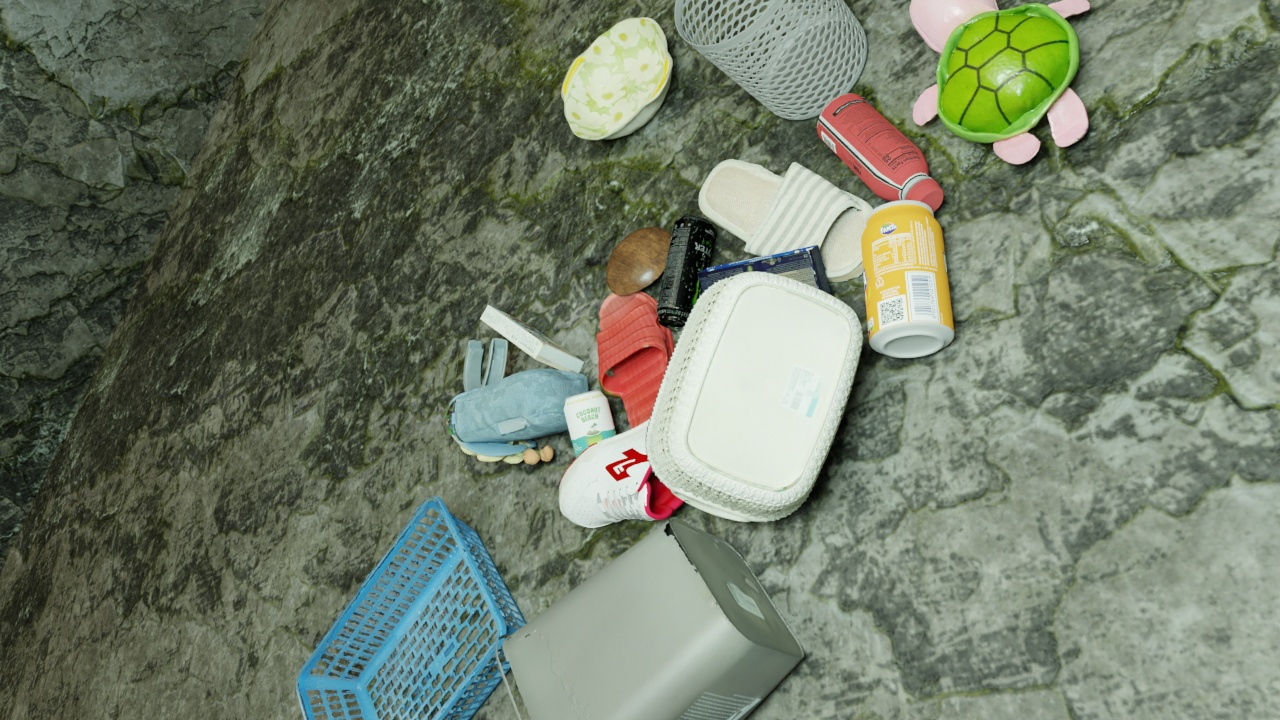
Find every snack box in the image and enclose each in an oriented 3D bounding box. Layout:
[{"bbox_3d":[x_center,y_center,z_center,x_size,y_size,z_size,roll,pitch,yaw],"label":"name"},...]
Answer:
[{"bbox_3d":[0.138,-0.074,1.022,0.151,0.027,0.082,-7,104,41],"label":"snack box"},{"bbox_3d":[-0.149,-0.028,1.253,0.150,0.082,0.026,32,94,45],"label":"snack box"}]

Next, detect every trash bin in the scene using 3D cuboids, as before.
[{"bbox_3d":[0.156,-0.382,1.054,0.157,0.183,0.156,-18,60,36],"label":"trash bin"},{"bbox_3d":[0.016,0.292,0.901,0.220,0.197,0.197,-44,49,11],"label":"trash bin"}]

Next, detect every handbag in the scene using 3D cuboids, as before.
[{"bbox_3d":[-0.155,0.079,1.197,0.192,0.121,0.118,-15,80,36],"label":"handbag"}]

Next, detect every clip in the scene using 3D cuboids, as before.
[{"bbox_3d":[-0.238,0.029,1.338,0.164,0.030,0.173,46,122,60],"label":"clip"}]

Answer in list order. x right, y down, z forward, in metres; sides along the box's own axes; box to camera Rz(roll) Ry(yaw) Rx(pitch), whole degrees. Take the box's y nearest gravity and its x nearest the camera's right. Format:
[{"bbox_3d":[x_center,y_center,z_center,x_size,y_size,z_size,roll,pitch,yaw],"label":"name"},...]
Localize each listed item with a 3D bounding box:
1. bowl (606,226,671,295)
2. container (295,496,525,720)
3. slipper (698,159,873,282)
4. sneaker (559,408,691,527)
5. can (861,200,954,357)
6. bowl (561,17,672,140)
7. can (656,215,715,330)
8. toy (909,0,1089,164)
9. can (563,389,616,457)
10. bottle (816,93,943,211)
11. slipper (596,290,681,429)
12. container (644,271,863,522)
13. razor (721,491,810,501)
[{"bbox_3d":[-0.008,-0.137,1.188,0.102,0.026,0.114,-23,42,25],"label":"bowl"},{"bbox_3d":[-0.295,0.393,1.200,0.363,0.089,0.257,-52,46,12],"label":"container"},{"bbox_3d":[0.160,-0.171,1.057,0.273,0.054,0.114,33,100,45],"label":"slipper"},{"bbox_3d":[-0.002,0.141,1.025,0.237,0.090,0.104,-30,32,24],"label":"sneaker"},{"bbox_3d":[0.261,-0.079,0.903,0.079,0.079,0.142,-17,62,37],"label":"can"},{"bbox_3d":[-0.021,-0.389,1.307,0.220,0.060,0.188,20,85,44],"label":"bowl"},{"bbox_3d":[0.055,-0.108,1.120,0.054,0.054,0.137,0,72,42],"label":"can"},{"bbox_3d":[0.352,-0.296,0.909,0.191,0.087,0.238,-34,58,28],"label":"toy"},{"bbox_3d":[-0.057,0.089,1.115,0.055,0.054,0.101,-16,87,37],"label":"can"},{"bbox_3d":[0.258,-0.216,0.977,0.062,0.062,0.176,-46,48,18],"label":"bottle"},{"bbox_3d":[-0.007,0.007,1.126,0.104,0.059,0.248,-36,53,26],"label":"slipper"},{"bbox_3d":[0.115,0.032,0.893,0.185,0.143,0.251,21,83,1],"label":"container"},{"bbox_3d":[0.132,0.136,0.971,0.106,0.026,0.042,6,74,39],"label":"razor"}]
